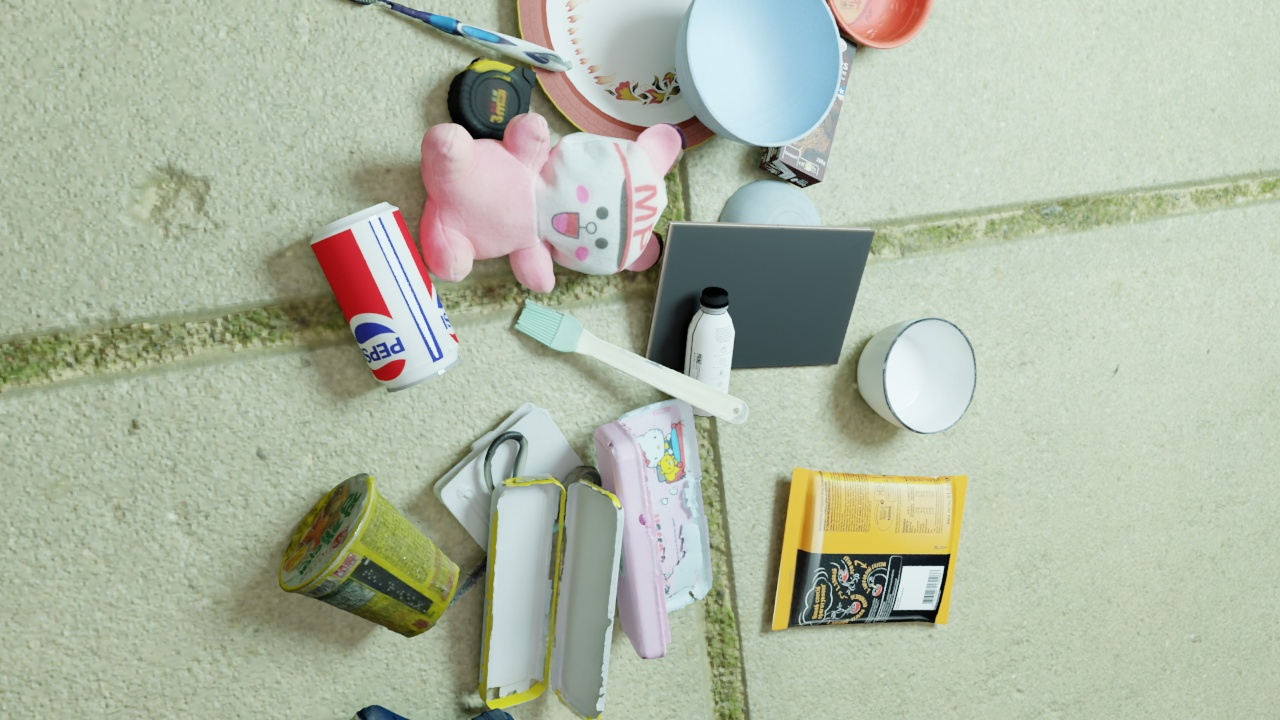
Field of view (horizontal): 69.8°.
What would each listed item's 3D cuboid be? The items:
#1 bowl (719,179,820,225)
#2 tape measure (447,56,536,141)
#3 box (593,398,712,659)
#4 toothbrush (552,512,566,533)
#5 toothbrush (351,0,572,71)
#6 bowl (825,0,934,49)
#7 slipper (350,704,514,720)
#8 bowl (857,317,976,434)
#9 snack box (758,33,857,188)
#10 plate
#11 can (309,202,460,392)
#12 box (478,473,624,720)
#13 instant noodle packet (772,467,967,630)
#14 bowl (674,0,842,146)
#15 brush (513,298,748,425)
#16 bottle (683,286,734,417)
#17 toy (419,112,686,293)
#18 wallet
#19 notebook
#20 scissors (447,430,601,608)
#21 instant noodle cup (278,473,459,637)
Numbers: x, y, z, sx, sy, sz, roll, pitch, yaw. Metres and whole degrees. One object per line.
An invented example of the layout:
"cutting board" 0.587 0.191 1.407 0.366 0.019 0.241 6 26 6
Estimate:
"bowl" 0.128 -0.117 0.855 0.106 0.039 0.106 -2 94 -24
"tape measure" -0.123 -0.207 0.740 0.062 0.038 0.067 7 94 -32
"box" 0.023 0.142 0.793 0.103 0.101 0.201 -12 106 -16
"toothbrush" -0.025 0.122 0.818 0.180 0.016 0.016 -24 112 -21
"toothbrush" -0.143 -0.262 0.722 0.189 0.017 0.016 15 94 -15
"bowl" 0.216 -0.358 0.873 0.130 0.045 0.130 -2 95 -24
"slipper" -0.127 0.329 0.743 0.252 0.105 0.095 38 77 -26
"bowl" 0.268 0.013 0.912 0.116 0.066 0.116 -2 95 -24
"snack box" 0.157 -0.238 0.855 0.051 0.032 0.140 20 80 -24
"plate" 0.002 -0.293 0.796 0.229 0.021 0.230 -2 95 -24
"can" -0.193 -0.048 0.701 0.070 0.070 0.132 -27 104 -20
"box" -0.073 0.201 0.745 0.083 0.080 0.210 -5 108 -36
"instant noodle packet" 0.237 0.191 0.929 0.220 0.032 0.160 5 94 -24
"bowl" 0.089 -0.253 0.783 0.150 0.075 0.150 -1 94 -24
"brush" -0.005 0.005 0.790 0.217 0.012 0.033 24 84 -7
"bottle" 0.061 -0.009 0.811 0.041 0.041 0.116 -9 120 -23
"toy" -0.070 -0.129 0.740 0.213 0.084 0.142 -5 118 -19
"wallet" -0.111 0.097 0.773 0.116 0.032 0.086 -38 118 -19
"notebook" 0.109 -0.056 0.838 0.208 0.008 0.142 -2 118 -24
"scissors" -0.098 0.132 0.762 0.168 0.013 0.157 -22 112 -27
"instant noodle cup" -0.202 0.156 0.705 0.108 0.102 0.102 44 76 -30
